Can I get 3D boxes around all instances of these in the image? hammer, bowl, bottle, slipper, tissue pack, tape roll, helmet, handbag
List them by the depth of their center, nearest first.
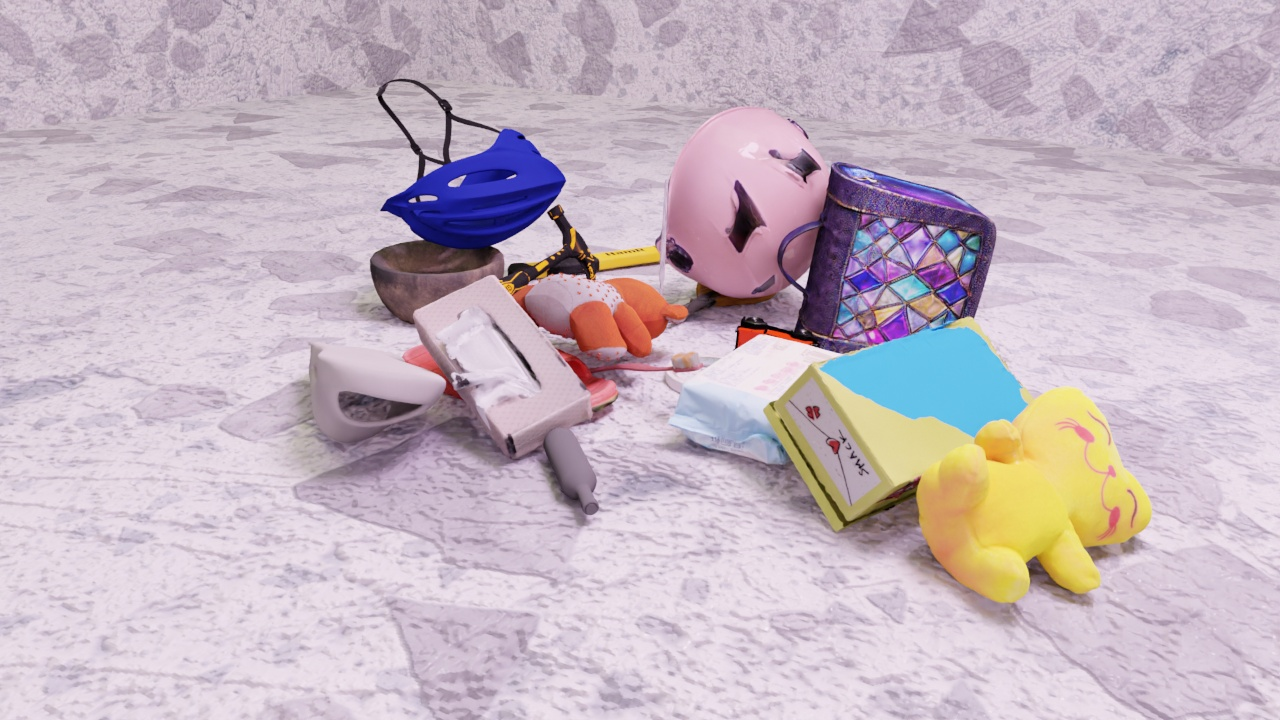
[{"bbox_3d":[-0.054,0.094,0.758,0.030,0.030,0.113,-5,24,-17],"label":"bottle"},{"bbox_3d":[-0.133,0.000,0.841,0.103,0.071,0.181,-27,59,-22],"label":"tissue pack"},{"bbox_3d":[-0.258,0.033,0.848,0.112,0.080,0.266,13,1,-29],"label":"slipper"},{"bbox_3d":[0.118,0.037,0.859,0.112,0.070,0.181,17,29,31],"label":"tissue pack"},{"bbox_3d":[-0.140,0.005,0.927,0.249,0.059,0.103,12,24,25],"label":"slipper"},{"bbox_3d":[0.073,0.016,0.975,0.093,0.013,0.093,1,23,-1],"label":"tape roll"},{"bbox_3d":[0.268,-0.109,1.052,0.222,0.205,0.125,8,23,-2],"label":"handbag"},{"bbox_3d":[-0.141,-0.096,1.108,0.036,0.123,0.319,-24,12,31],"label":"hammer"},{"bbox_3d":[0.141,-0.179,1.123,0.230,0.255,0.152,-42,53,-9],"label":"helmet"},{"bbox_3d":[-0.250,-0.096,1.138,0.162,0.070,0.162,2,23,-1],"label":"bowl"},{"bbox_3d":[-0.221,-0.250,1.138,0.240,0.227,0.148,-27,1,-31],"label":"helmet"},{"bbox_3d":[-0.037,-0.145,1.331,0.323,0.034,0.170,-11,27,-25],"label":"hammer"}]

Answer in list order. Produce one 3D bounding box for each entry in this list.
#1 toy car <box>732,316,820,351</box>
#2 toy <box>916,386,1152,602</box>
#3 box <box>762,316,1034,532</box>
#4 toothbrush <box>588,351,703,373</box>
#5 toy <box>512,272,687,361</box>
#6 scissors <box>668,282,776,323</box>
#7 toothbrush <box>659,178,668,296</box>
[{"bbox_3d":[0.144,-0.012,0.996,0.100,0.051,0.048,17,26,31],"label":"toy car"},{"bbox_3d":[0.294,0.106,0.690,0.193,0.134,0.088,-19,-13,-32],"label":"toy"},{"bbox_3d":[0.227,0.047,0.772,0.220,0.082,0.124,-15,64,-37],"label":"box"},{"bbox_3d":[-0.005,0.005,0.916,0.015,0.016,0.185,-30,16,-37],"label":"toothbrush"},{"bbox_3d":[-0.042,-0.045,0.986,0.164,0.093,0.172,17,14,41],"label":"toy"},{"bbox_3d":[0.081,-0.083,1.205,0.134,0.016,0.227,23,30,39],"label":"scissors"},{"bbox_3d":[0.023,-0.124,1.085,0.010,0.182,0.010,15,21,34],"label":"toothbrush"}]
